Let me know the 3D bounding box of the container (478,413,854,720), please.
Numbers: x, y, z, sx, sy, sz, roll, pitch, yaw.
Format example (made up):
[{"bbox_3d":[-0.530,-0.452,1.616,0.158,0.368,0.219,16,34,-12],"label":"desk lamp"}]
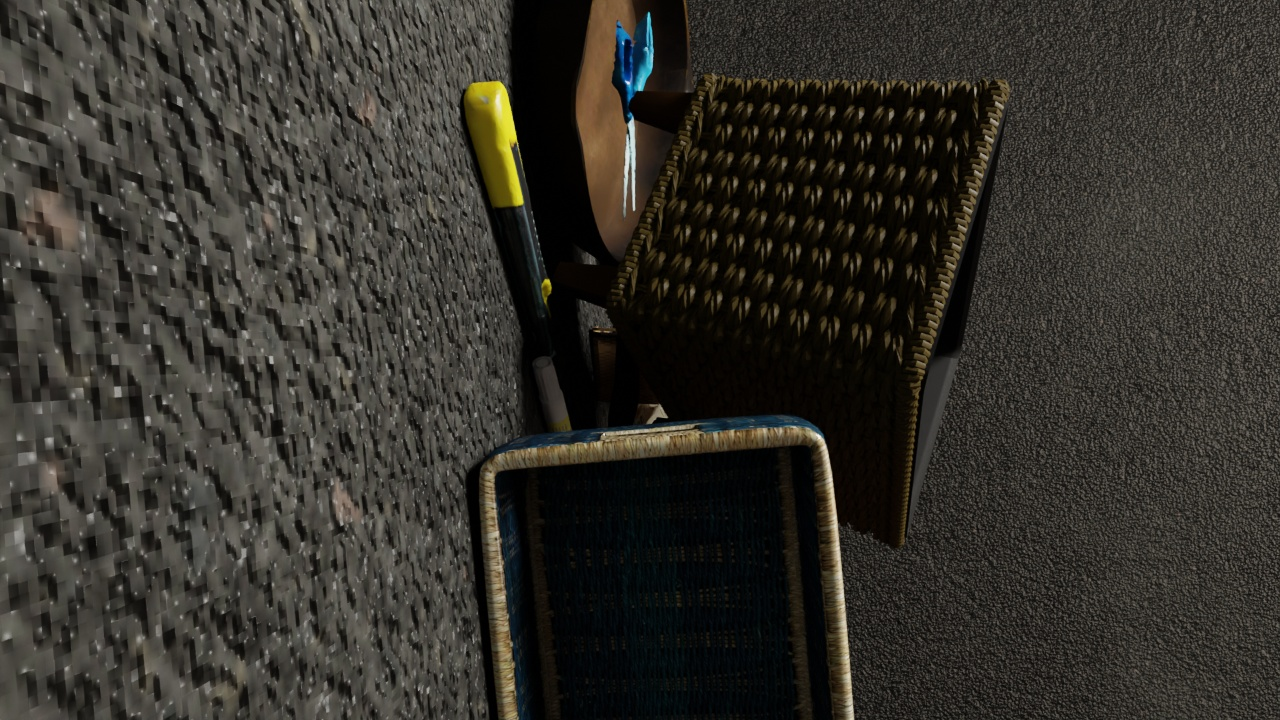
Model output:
[{"bbox_3d":[0.013,0.122,0.404,0.071,0.145,0.187,-55,139,-86],"label":"container"}]

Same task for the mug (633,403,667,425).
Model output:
[{"bbox_3d":[0.044,0.044,0.859,0.081,0.122,0.097,54,6,-14],"label":"mug"}]

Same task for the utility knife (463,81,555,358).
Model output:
[{"bbox_3d":[-0.061,-0.061,0.471,0.028,0.020,0.171,-87,172,-46],"label":"utility knife"}]

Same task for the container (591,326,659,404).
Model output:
[{"bbox_3d":[-0.005,0.005,0.774,0.114,0.063,0.061,8,84,-84],"label":"container"}]

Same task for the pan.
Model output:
[{"bbox_3d":[-0.020,-0.116,0.641,0.248,0.043,0.356,-41,136,-65],"label":"pan"}]

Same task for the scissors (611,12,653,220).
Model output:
[{"bbox_3d":[-0.010,-0.145,0.563,0.086,0.015,0.135,-47,146,-69],"label":"scissors"}]

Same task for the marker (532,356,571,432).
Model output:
[{"bbox_3d":[-0.045,0.051,0.543,0.014,0.014,0.132,-88,171,-50],"label":"marker"}]

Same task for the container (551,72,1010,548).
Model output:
[{"bbox_3d":[0.095,-0.024,0.596,0.321,0.205,0.176,60,49,-63],"label":"container"}]
